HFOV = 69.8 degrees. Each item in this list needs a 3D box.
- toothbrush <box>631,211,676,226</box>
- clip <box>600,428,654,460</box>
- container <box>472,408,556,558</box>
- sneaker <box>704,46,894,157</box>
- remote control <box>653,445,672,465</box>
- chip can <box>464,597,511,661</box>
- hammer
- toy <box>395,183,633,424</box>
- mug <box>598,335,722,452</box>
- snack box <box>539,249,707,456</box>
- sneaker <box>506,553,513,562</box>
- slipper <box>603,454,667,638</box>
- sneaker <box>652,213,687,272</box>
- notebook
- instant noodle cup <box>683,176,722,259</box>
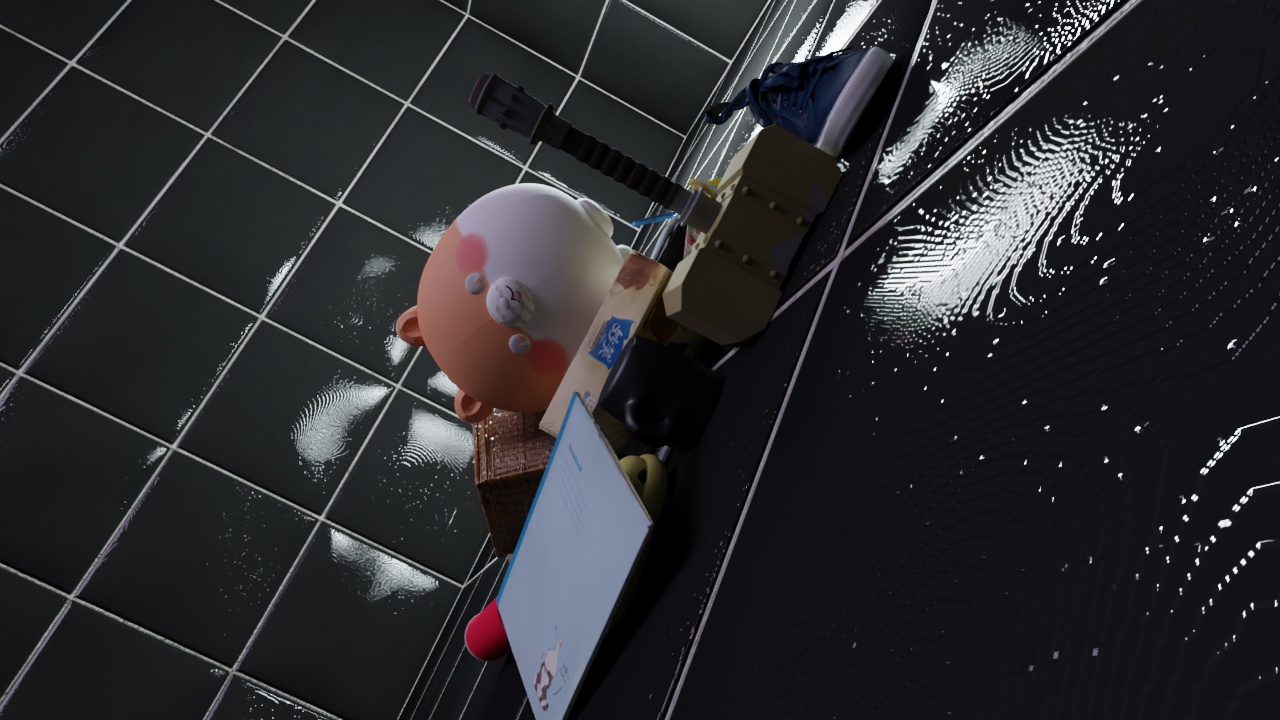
[{"bbox_3d":[0.045,-0.194,1.194,0.166,0.014,0.016,-21,-8,-44],"label":"toothbrush"},{"bbox_3d":[0.000,0.071,0.968,0.164,0.031,0.169,-45,-32,-21],"label":"clip"},{"bbox_3d":[-0.138,0.128,1.119,0.198,0.112,0.114,-109,8,-59],"label":"container"},{"bbox_3d":[0.153,-0.266,0.914,0.121,0.127,0.294,-60,9,8],"label":"sneaker"},{"bbox_3d":[0.019,0.102,0.942,0.146,0.008,0.045,-64,7,-15],"label":"remote control"},{"bbox_3d":[-0.178,0.347,1.208,0.069,0.069,0.221,-66,8,-31],"label":"chip can"},{"bbox_3d":[-0.005,-0.169,0.844,0.190,0.325,0.101,-63,7,-5],"label":"hammer"},{"bbox_3d":[-0.134,-0.063,1.076,0.280,0.263,0.266,-36,1,-1],"label":"toy"},{"bbox_3d":[0.014,0.039,0.862,0.085,0.094,0.121,-58,7,33],"label":"mug"},{"bbox_3d":[-0.006,0.006,0.993,0.207,0.055,0.153,-62,-30,-2],"label":"snack box"},{"bbox_3d":[-0.160,0.184,1.236,0.293,0.116,0.112,-85,18,-72],"label":"sneaker"},{"bbox_3d":[-0.034,0.158,0.827,0.190,0.081,0.092,-73,10,-47],"label":"slipper"},{"bbox_3d":[0.041,-0.083,1.242,0.257,0.093,0.160,-63,-2,8],"label":"sneaker"},{"bbox_3d":[-0.067,0.180,0.794,0.181,0.009,0.254,55,131,51],"label":"notebook"},{"bbox_3d":[0.089,-0.129,1.011,0.113,0.100,0.100,113,-178,-66],"label":"instant noodle cup"}]
